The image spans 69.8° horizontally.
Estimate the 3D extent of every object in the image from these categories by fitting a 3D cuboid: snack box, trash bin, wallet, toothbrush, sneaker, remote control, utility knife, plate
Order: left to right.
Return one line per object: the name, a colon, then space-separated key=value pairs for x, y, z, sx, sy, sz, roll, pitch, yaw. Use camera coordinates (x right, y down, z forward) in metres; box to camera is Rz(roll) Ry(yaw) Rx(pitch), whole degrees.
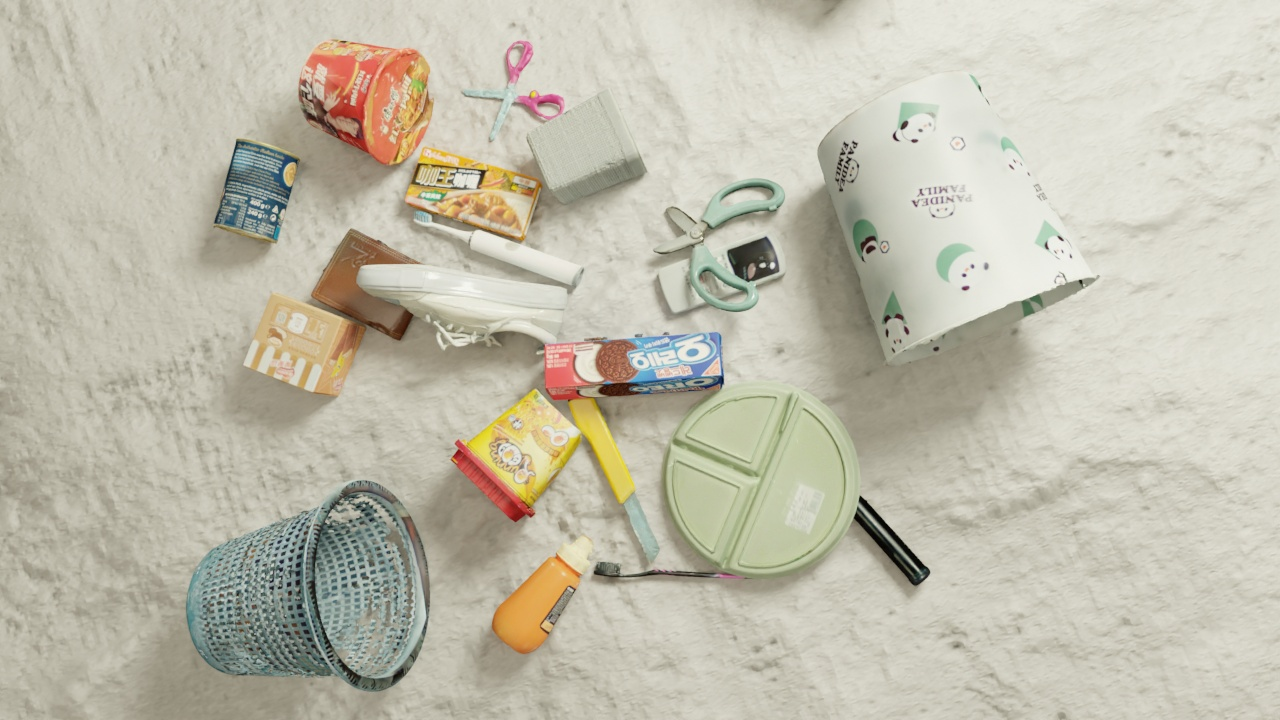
trash bin: x=-0.377 y=0.261 z=1.023 sx=0.195 sy=0.226 sz=0.226 roll=-13 pitch=85 yaw=16
snack box: x=-0.400 y=-0.018 z=1.098 sx=0.093 sy=0.077 sz=0.094 roll=20 pitch=87 yaw=6
wallet: x=-0.324 y=-0.094 z=1.121 sx=0.124 sy=0.032 sz=0.101 roll=26 pitch=86 yaw=5
sneaker: x=-0.210 y=-0.058 z=1.076 sx=0.242 sy=0.089 sz=0.091 roll=8 pitch=98 yaw=-10
snack box: x=-0.203 y=-0.204 z=1.121 sx=0.154 sy=0.026 sz=0.075 roll=17 pitch=87 yaw=6
toothbrush: x=-0.175 y=-0.138 z=1.114 sx=0.221 sy=0.026 sz=0.026 roll=20 pitch=129 yaw=6
utility knife: x=-0.032 y=0.132 z=1.087 sx=0.033 sy=0.015 sz=0.230 roll=-26 pitch=82 yaw=2
snack box: x=-0.006 y=0.006 z=1.067 sx=0.207 sy=0.057 sz=0.058 roll=-4 pitch=71 yaw=4
toothbrush: x=0.039 y=0.247 z=1.076 sx=0.189 sy=0.014 sz=0.017 roll=1 pitch=74 yaw=4
remote control: x=0.097 y=-0.105 z=1.092 sx=0.150 sy=0.021 sz=0.058 roll=-20 pitch=84 yaw=4
plate: x=0.136 y=0.137 z=1.057 sx=0.230 sy=0.027 sz=0.230 roll=-1 pitch=86 yaw=12
toothbrush: x=0.252 y=0.169 z=1.057 sx=0.027 sy=0.026 sz=0.212 roll=-43 pitch=82 yaw=18
trash bin: x=0.322 y=-0.151 z=0.983 sx=0.229 sy=0.229 sz=0.251 roll=-21 pitch=80 yaw=3

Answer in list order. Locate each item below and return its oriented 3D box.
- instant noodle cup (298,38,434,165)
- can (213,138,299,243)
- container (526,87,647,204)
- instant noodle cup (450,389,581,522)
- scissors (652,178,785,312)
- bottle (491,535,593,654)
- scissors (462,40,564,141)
instant noodle cup: x=-0.329 y=-0.313 z=1.089 sx=0.108 sy=0.138 sz=0.138 roll=20 pitch=88 yaw=14
can: x=-0.467 y=-0.204 z=1.118 sx=0.075 sy=0.075 sz=0.111 roll=14 pitch=87 yaw=5
container: x=-0.064 y=-0.247 z=1.083 sx=0.114 sy=0.090 sz=0.090 roll=-24 pitch=84 yaw=6
instant noodle cup: x=-0.137 y=0.107 z=1.057 sx=0.116 sy=0.116 sz=0.123 roll=43 pitch=78 yaw=7
scissors: x=0.110 y=-0.141 z=1.076 sx=0.170 sy=0.019 sz=0.174 roll=-33 pitch=65 yaw=-2
bottle: x=-0.106 y=0.266 z=1.065 sx=0.067 sy=0.067 sz=0.149 roll=38 pitch=82 yaw=6
scissors: x=-0.156 y=-0.334 z=1.133 sx=0.133 sy=0.017 sz=0.136 roll=7 pitch=89 yaw=9
